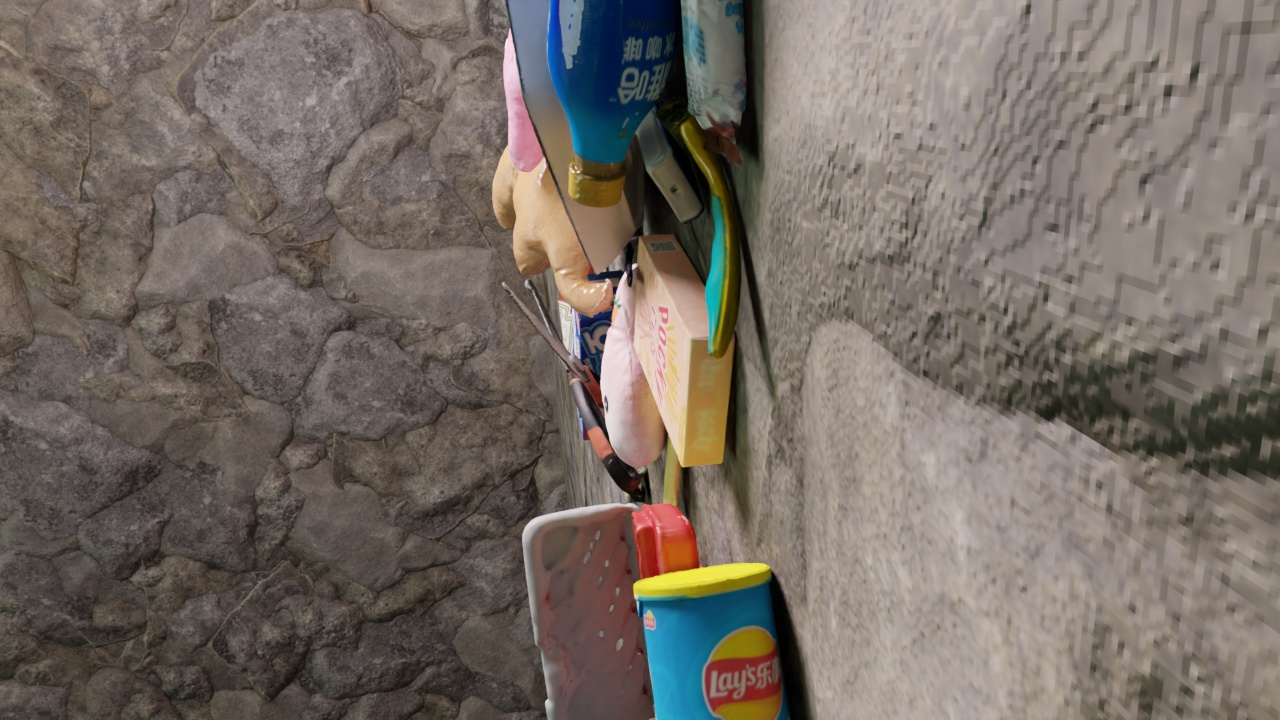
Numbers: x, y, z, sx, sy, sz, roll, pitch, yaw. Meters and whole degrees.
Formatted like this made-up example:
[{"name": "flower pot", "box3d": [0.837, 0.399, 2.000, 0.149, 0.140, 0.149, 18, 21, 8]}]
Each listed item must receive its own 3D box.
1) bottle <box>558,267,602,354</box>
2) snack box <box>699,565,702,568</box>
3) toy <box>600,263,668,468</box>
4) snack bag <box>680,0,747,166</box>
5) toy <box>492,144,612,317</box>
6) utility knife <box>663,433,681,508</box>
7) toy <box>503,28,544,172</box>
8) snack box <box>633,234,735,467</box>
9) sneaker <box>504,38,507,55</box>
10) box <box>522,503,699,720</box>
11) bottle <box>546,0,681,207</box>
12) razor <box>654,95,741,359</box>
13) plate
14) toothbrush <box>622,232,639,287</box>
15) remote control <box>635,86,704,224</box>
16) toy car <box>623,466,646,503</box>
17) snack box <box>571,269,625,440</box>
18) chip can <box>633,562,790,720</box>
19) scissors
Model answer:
[{"name": "bottle", "box3d": [-0.064, -0.087, 1.022, 0.060, 0.059, 0.206, -164, 67, -82]}, {"name": "snack box", "box3d": [0.044, 0.186, 0.619, 0.153, 0.025, 0.075, 162, 100, -82]}, {"name": "toy", "box3d": [-0.004, 0.004, 0.713, 0.121, 0.054, 0.159, -118, 27, -84]}, {"name": "snack bag", "box3d": [0.032, -0.141, 0.404, 0.045, 0.026, 0.105, -133, 34, -61]}, {"name": "toy", "box3d": [-0.065, -0.136, 0.791, 0.144, 0.082, 0.225, -61, 35, 27]}, {"name": "utility knife", "box3d": [0.025, 0.052, 0.663, 0.031, 0.019, 0.179, -113, 16, -50]}, {"name": "toy", "box3d": [-0.076, -0.247, 0.749, 0.179, 0.074, 0.194, 165, 117, -67]}, {"name": "snack box", "box3d": [0.023, -0.012, 0.568, 0.157, 0.026, 0.085, -110, 20, -60]}, {"name": "sneaker", "box3d": [-0.094, -0.286, 0.950, 0.241, 0.088, 0.118, -150, 54, -81]}, {"name": "box", "box3d": [-0.010, 0.192, 0.552, 0.095, 0.100, 0.201, -164, 66, -82]}, {"name": "bottle", "box3d": [-0.010, -0.176, 0.437, 0.065, 0.065, 0.219, -107, 20, -50]}, {"name": "razor", "box3d": [0.034, -0.065, 0.454, 0.043, 0.028, 0.132, 36, -135, -65]}, {"name": "plate", "box3d": [-0.033, -0.171, 0.598, 0.266, 0.034, 0.161, 69, -161, -59]}, {"name": "toothbrush", "box3d": [-0.007, -0.078, 0.687, 0.188, 0.017, 0.014, -96, 11, -73]}, {"name": "remote control", "box3d": [0.008, -0.137, 0.533, 0.049, 0.024, 0.124, 49, -159, -48]}, {"name": "toy car", "box3d": [-0.015, 0.106, 0.938, 0.090, 0.035, 0.042, -109, 13, -46]}, {"name": "snack box", "box3d": [-0.038, 0.001, 0.921, 0.208, 0.058, 0.057, 92, 168, -52]}, {"name": "chip can", "box3d": [0.046, 0.212, 0.459, 0.071, 0.071, 0.210, 128, 134, -79]}, {"name": "scissors", "box3d": [-0.048, 0.022, 0.784, 0.225, 0.015, 0.188, 48, -165, -36]}]
